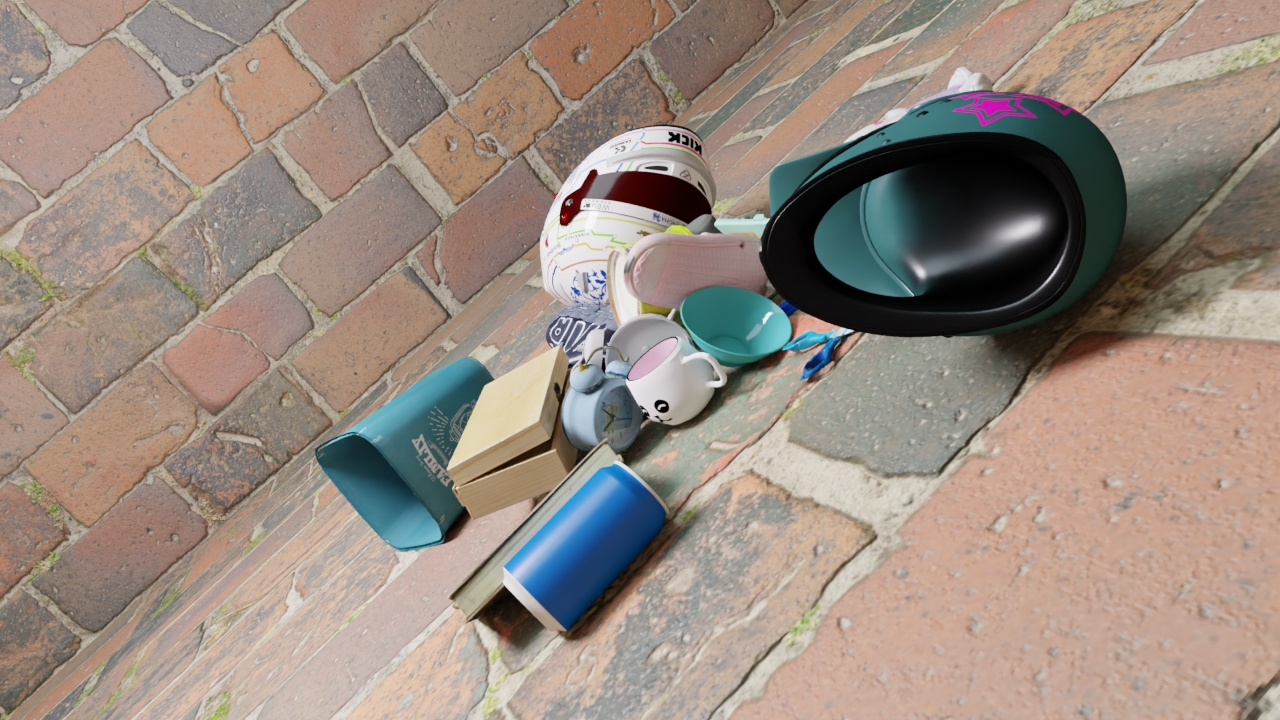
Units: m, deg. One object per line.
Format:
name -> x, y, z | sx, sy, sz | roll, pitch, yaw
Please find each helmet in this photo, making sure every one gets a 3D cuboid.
helmet -> 0.217, -0.108, 0.705 | 0.275, 0.176, 0.199 | -5, 15, 25
helmet -> -0.021, -0.188, 1.400 | 0.315, 0.230, 0.235 | -25, 54, 52

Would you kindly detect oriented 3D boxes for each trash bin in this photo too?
trash bin -> -0.302, 0.124, 1.318 | 0.200, 0.196, 0.218 | -20, 20, 48

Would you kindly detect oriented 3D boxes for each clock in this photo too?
clock -> -0.040, 0.046, 1.014 | 0.052, 0.124, 0.088 | 5, 8, 42
clock -> -0.006, 0.006, 1.077 | 0.159, 0.120, 0.061 | -28, 12, 5

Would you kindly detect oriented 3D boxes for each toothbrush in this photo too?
toothbrush -> 0.224, -0.096, 1.006 | 0.187, 0.011, 0.016 | -33, 18, 26

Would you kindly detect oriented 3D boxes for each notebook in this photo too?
notebook -> -0.106, 0.179, 0.933 | 0.215, 0.034, 0.190 | -45, -6, -15

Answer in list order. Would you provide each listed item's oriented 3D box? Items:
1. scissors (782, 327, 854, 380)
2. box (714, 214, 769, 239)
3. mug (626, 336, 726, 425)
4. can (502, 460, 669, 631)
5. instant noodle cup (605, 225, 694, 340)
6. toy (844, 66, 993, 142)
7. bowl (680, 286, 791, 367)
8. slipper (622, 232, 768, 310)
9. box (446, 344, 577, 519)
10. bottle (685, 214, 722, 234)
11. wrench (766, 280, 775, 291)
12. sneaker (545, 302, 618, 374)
scissors -> 0.189, -0.019, 0.890 | 0.128, 0.014, 0.126 | -22, 21, 34
box -> 0.185, -0.156, 1.078 | 0.187, 0.112, 0.078 | 13, 74, 62
mug -> 0.046, 0.022, 0.980 | 0.124, 0.076, 0.090 | -20, 26, 51
can -> -0.049, 0.165, 0.816 | 0.146, 0.079, 0.079 | -45, 17, -14
instant noodle cup -> 0.021, -0.092, 1.153 | 0.097, 0.146, 0.146 | -11, 8, -19
toy -> 0.320, -0.264, 1.099 | 0.210, 0.085, 0.137 | -33, 15, 18
bowl -> 0.099, -0.027, 0.998 | 0.120, 0.121, 0.046 | -61, -14, -49
slipper -> 0.071, -0.102, 1.048 | 0.056, 0.221, 0.107 | 39, 117, 45
box -> -0.143, 0.075, 1.103 | 0.128, 0.092, 0.248 | -19, 19, 9
bottle -> 0.101, -0.136, 1.208 | 0.060, 0.108, 0.060 | -37, 17, 13
wrench -> 0.197, -0.070, 0.962 | 0.047, 0.009, 0.273 | -36, 19, -7
sneaker -> -0.082, 0.000, 1.303 | 0.150, 0.097, 0.253 | -51, 24, -23
